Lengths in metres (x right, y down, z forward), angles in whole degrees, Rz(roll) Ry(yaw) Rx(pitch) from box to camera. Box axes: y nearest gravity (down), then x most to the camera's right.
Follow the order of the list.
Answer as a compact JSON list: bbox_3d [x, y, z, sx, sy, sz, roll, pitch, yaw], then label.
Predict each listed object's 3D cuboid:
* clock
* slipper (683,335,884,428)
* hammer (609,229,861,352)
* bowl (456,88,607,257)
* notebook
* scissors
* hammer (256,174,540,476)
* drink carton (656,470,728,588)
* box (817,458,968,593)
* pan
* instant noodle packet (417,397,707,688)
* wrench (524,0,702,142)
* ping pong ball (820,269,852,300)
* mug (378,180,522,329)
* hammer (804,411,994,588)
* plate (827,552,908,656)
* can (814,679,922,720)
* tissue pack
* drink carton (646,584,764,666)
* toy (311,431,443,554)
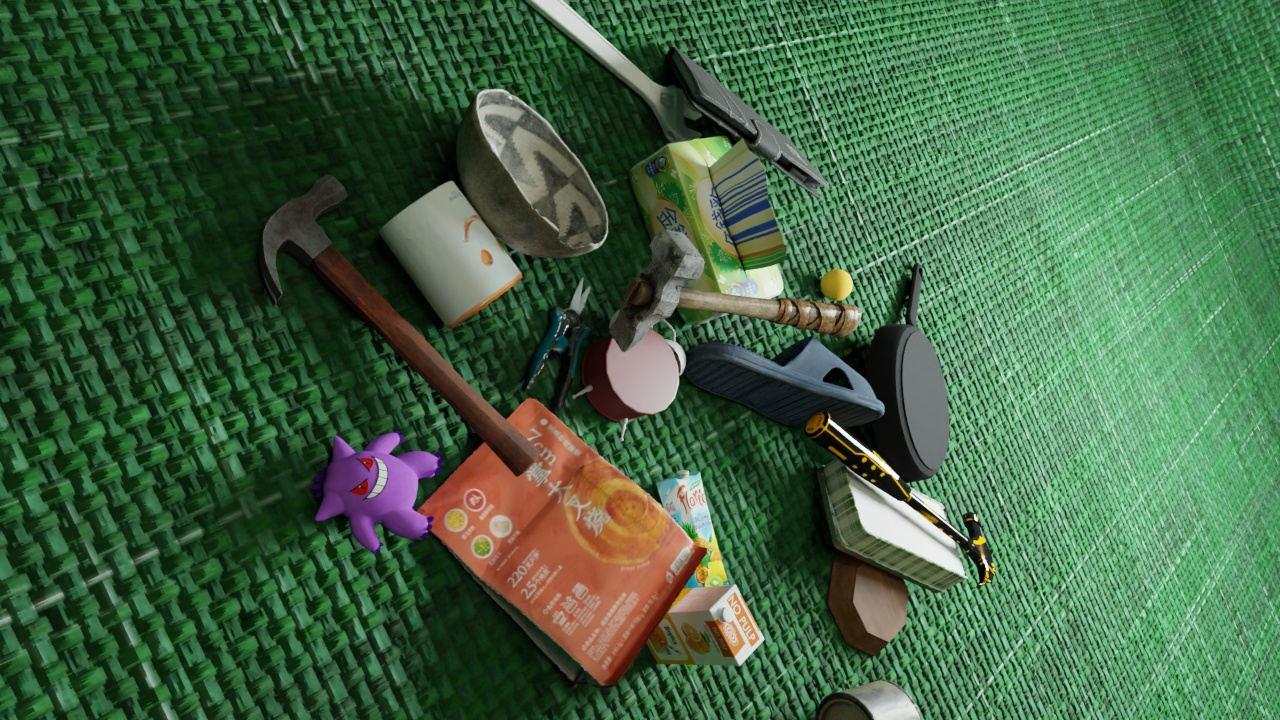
[{"bbox_3d":[-0.005,0.006,0.933,0.096,0.048,0.137,43,54,-20],"label":"clock"},{"bbox_3d":[0.161,0.012,1.041,0.263,0.101,0.082,19,58,-27],"label":"slipper"},{"bbox_3d":[0.114,-0.053,0.941,0.318,0.122,0.049,5,39,-38],"label":"hammer"},{"bbox_3d":[-0.115,-0.161,0.865,0.178,0.081,0.178,45,25,-29],"label":"bowl"},{"bbox_3d":[0.126,-0.282,1.090,0.209,0.029,0.169,27,26,-27],"label":"notebook"},{"bbox_3d":[-0.080,-0.018,0.902,0.143,0.019,0.126,-22,90,-42],"label":"scissors"},{"bbox_3d":[-0.199,-0.014,0.784,0.300,0.028,0.110,47,54,-11],"label":"hammer"},{"bbox_3d":[0.052,0.176,0.933,0.044,0.039,0.129,-9,82,-40],"label":"drink carton"},{"bbox_3d":[0.302,0.197,1.101,0.205,0.050,0.117,27,38,-32],"label":"box"},{"bbox_3d":[0.364,-0.004,1.211,0.204,0.044,0.354,52,44,-35],"label":"pan"},{"bbox_3d":[-0.071,0.159,0.827,0.221,0.084,0.164,46,57,-7],"label":"instant noodle packet"},{"bbox_3d":[-0.031,-0.341,1.042,0.273,0.018,0.066,35,58,-24],"label":"wrench"},{"bbox_3d":[0.251,-0.097,1.175,0.040,0.040,0.040,13,69,-35],"label":"ping pong ball"},{"bbox_3d":[-0.168,-0.093,0.813,0.105,0.082,0.082,55,51,-10],"label":"mug"},{"bbox_3d":[0.311,0.160,1.077,0.320,0.036,0.123,37,35,-22],"label":"hammer"},{"bbox_3d":[0.275,0.280,1.087,0.131,0.025,0.131,13,69,-35],"label":"plate"},{"bbox_3d":[0.244,0.396,0.985,0.074,0.090,0.089,1,76,-38],"label":"can"},{"bbox_3d":[0.092,-0.152,0.998,0.120,0.142,0.197,-27,94,-40],"label":"tissue pack"},{"bbox_3d":[0.053,0.248,0.856,0.040,0.123,0.058,-32,97,-40],"label":"drink carton"},{"bbox_3d":[-0.213,0.104,0.734,0.088,0.056,0.105,22,54,-28],"label":"toy"}]
